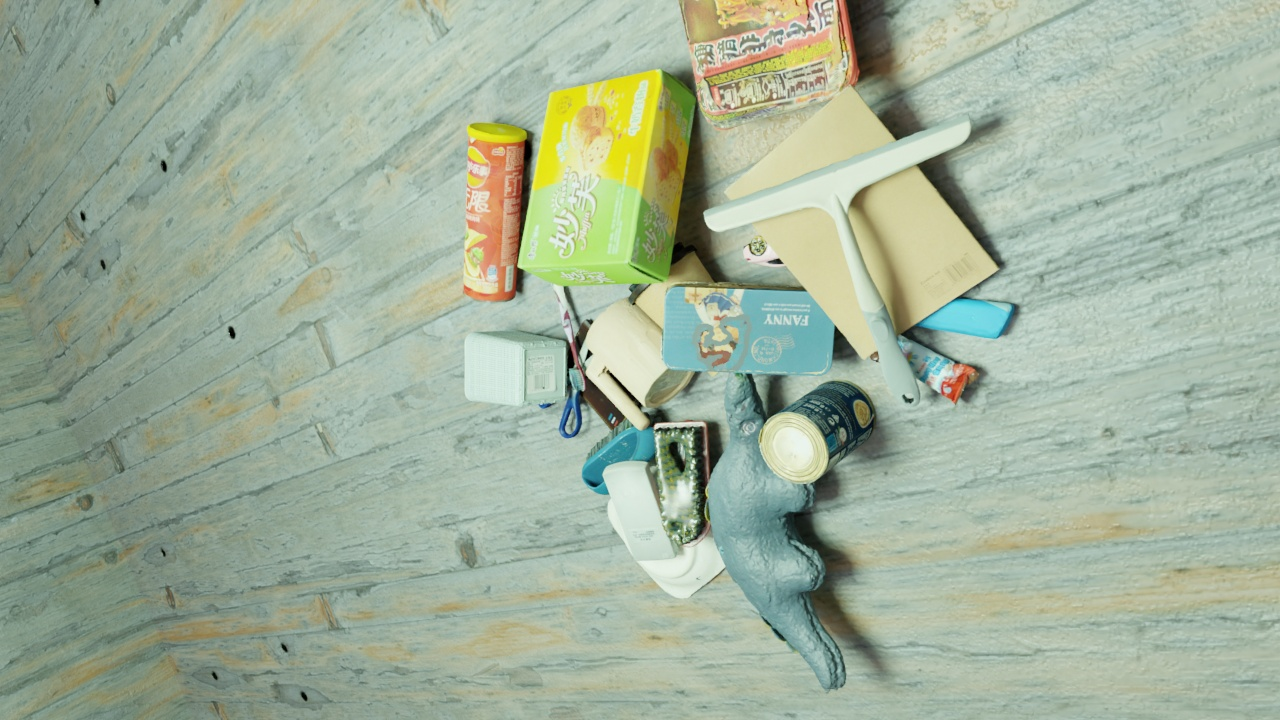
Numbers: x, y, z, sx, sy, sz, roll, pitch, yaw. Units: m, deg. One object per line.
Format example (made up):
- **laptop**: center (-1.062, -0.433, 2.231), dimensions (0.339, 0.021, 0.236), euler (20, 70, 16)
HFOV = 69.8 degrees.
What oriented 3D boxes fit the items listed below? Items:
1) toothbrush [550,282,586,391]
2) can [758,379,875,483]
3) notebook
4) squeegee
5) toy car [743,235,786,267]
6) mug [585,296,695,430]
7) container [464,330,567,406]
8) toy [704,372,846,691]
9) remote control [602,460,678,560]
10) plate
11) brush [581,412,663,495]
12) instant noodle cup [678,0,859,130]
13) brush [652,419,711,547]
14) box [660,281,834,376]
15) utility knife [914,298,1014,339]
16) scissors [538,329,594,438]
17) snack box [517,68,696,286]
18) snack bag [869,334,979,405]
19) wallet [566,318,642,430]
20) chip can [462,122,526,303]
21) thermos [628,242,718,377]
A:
- **toothbrush**: center (-0.096, -0.052, 1.134), dimensions (0.016, 0.017, 0.187), euler (-22, 80, 47)
- **can**: center (0.177, 0.070, 0.918), dimensions (0.075, 0.110, 0.075), euler (14, 114, 34)
- **notebook**: center (0.199, -0.120, 0.837), dimensions (0.150, 0.012, 0.211), euler (-38, 97, 30)
- **squeegee**: center (0.208, -0.059, 0.832), dimensions (0.247, 0.039, 0.246), euler (-16, 107, 25)
- **toy car**: center (0.159, -0.114, 0.904), dimensions (0.123, 0.056, 0.037), euler (-7, 97, 40)
- **mug**: center (-0.006, 0.006, 1.052), dimensions (0.103, 0.084, 0.125), euler (47, 128, 25)
- **container**: center (-0.154, 0.010, 1.158), dimensions (0.112, 0.090, 0.090), euler (6, 98, 47)
- **toy**: center (0.134, 0.178, 0.997), dimensions (0.138, 0.091, 0.356), euler (-9, 97, 60)
- **remote control**: center (0.001, 0.179, 1.087), dimensions (0.056, 0.019, 0.135), euler (-9, 115, 22)
- **plate**: center (0.029, 0.213, 1.140), dimensions (0.163, 0.034, 0.165), euler (49, 129, 13)
- **brush**: center (-0.024, 0.122, 1.119), dimensions (0.055, 0.073, 0.144), euler (30, 134, -21)
- **instant noodle cup**: center (0.120, -0.322, 0.845), dimensions (0.165, 0.078, 0.189), euler (-4, 104, 39)
- **brush**: center (0.053, 0.142, 1.060), dimensions (0.063, 0.069, 0.146), euler (-4, 91, 19)
- **box**: center (0.112, -0.032, 0.921), dimensions (0.184, 0.059, 0.090), euler (1, 102, 6)
- **utility knife**: center (0.265, -0.048, 0.868), dimensions (0.166, 0.018, 0.034), euler (12, 100, 37)
- **scissors**: center (-0.090, 0.022, 1.164), dimensions (0.147, 0.012, 0.169), euler (19, 116, 41)
- **snack box**: center (-0.036, -0.187, 0.968), dimensions (0.158, 0.070, 0.210), euler (2, 78, 38)
- **snack bag**: center (0.269, 0.003, 0.878), dimensions (0.105, 0.026, 0.045), euler (32, 132, 27)
- **wallet**: center (-0.046, 0.022, 1.143), dimensions (0.122, 0.020, 0.097), euler (46, 129, 19)
- **chip can**: center (-0.183, -0.182, 1.144), dimensions (0.073, 0.073, 0.217), euler (22, 119, 31)
- **thermos**: center (0.055, -0.055, 0.993), dimensions (0.143, 0.092, 0.093), euler (49, 130, 3)
